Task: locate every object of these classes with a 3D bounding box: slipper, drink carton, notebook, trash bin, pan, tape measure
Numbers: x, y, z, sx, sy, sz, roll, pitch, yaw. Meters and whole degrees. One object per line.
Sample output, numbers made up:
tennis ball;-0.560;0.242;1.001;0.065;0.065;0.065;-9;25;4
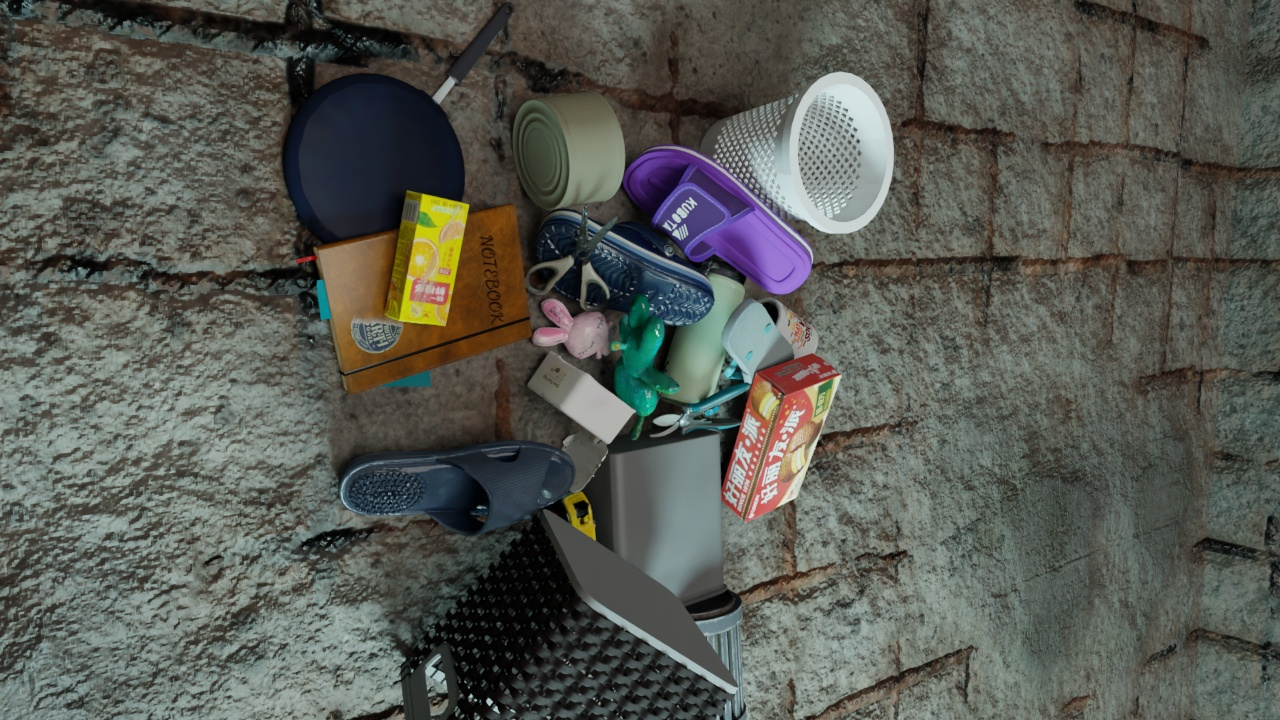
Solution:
slipper;0.095;-0.163;1.148;0.266;0.108;0.083;34;42;-10
drink carton;-0.226;-0.106;0.971;0.058;0.043;0.134;7;99;-42
slipper;-0.193;0.151;1.009;0.263;0.082;0.101;1;123;-23
slipper;0.153;-0.012;1.239;0.098;0.055;0.269;-50;149;-11
notebook;-0.236;-0.062;1.015;0.248;0.014;0.179;-20;116;-34
trash bin;0.191;-0.265;1.213;0.195;0.200;0.195;-5;99;-37
slipper;-0.021;-0.119;1.143;0.252;0.105;0.095;22;48;-28
pan;-0.236;-0.267;1.000;0.198;0.021;0.355;44;69;-33
trash bin;0.073;0.431;1.242;0.164;0.164;0.227;-8;97;-37
trash bin;0.015;0.210;1.205;0.191;0.098;0.220;-8;99;-37
tape measure;-0.088;0.191;1.138;0.042;0.071;0.072;-18;113;-32

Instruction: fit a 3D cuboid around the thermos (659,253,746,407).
thermos;0.087;-0.051;1.238;0.082;0.082;0.231;23;82;-37

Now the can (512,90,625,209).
can;-0.084;-0.240;1.052;0.073;0.128;0.128;-18;106;-33

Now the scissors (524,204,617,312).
scissors;-0.070;-0.110;1.065;0.162;0.158;0.012;50;33;-39

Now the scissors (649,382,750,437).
scissors;0.085;0.071;1.197;0.156;0.019;0.124;-40;137;1

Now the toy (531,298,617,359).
toy;-0.078;-0.035;1.133;0.110;0.047;0.063;15;94;-24

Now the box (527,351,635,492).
box;-0.088;0.085;1.112;0.137;0.108;0.128;-52;126;-4

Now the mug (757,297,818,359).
mug;0.191;-0.027;1.332;0.089;0.073;0.105;31;104;-36

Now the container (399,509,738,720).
container;-0.079;0.347;0.992;0.245;0.247;0.243;38;91;-23

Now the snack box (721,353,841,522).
snack box;0.193;0.110;1.289;0.113;0.060;0.237;-17;134;-35

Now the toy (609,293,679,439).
toy;-0.007;0.006;1.123;0.072;0.130;0.194;-15;140;-21
